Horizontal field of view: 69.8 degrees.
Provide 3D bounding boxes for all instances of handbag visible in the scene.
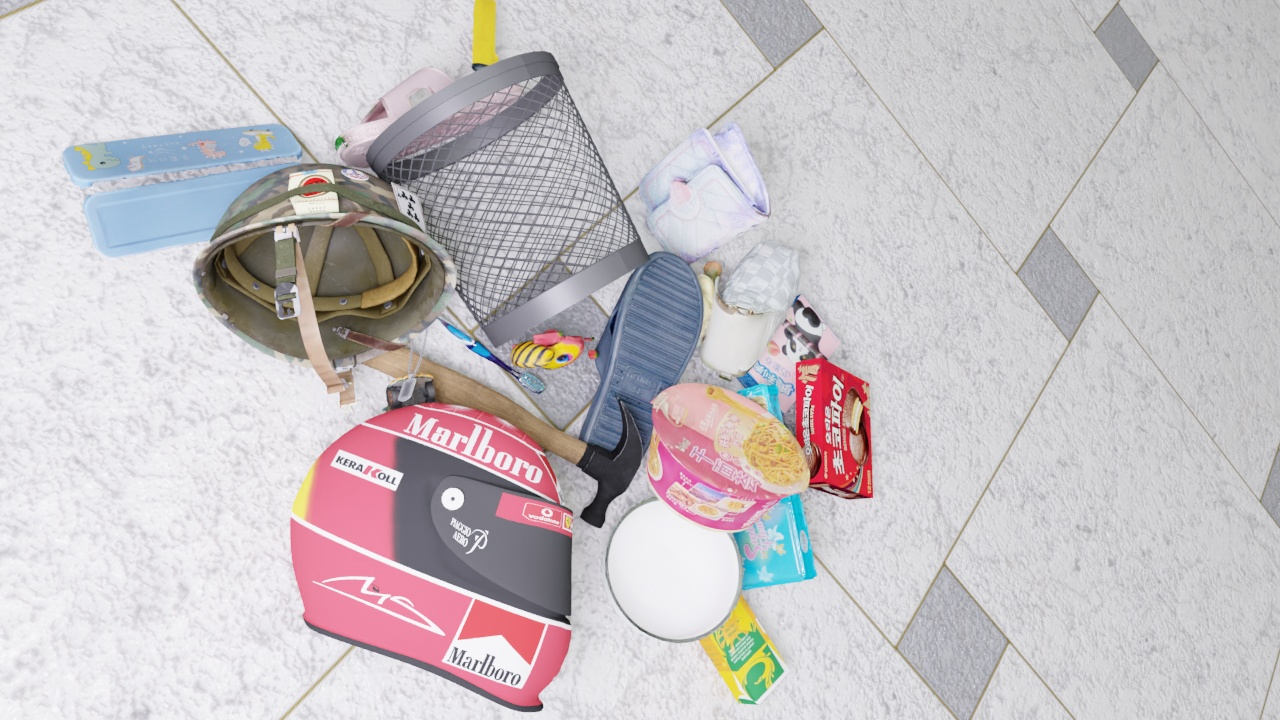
[{"bbox_3d":[0.074,-0.196,1.103,0.069,0.159,0.126,-22,86,-36],"label":"handbag"},{"bbox_3d":[0.121,-0.075,1.123,0.123,0.113,0.171,23,45,16],"label":"handbag"}]

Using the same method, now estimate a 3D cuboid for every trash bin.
[{"bbox_3d":[-0.127,-0.157,0.948,0.217,0.218,0.227,-33,97,-33],"label":"trash bin"}]

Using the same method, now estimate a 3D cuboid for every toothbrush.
[{"bbox_3d":[-0.180,-0.019,0.985,0.189,0.017,0.016,36,61,-16],"label":"toothbrush"}]

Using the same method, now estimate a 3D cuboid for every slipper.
[{"bbox_3d":[-0.232,-0.273,0.992,0.238,0.094,0.064,-31,96,-39],"label":"slipper"},{"bbox_3d":[-0.006,0.006,1.048,0.101,0.083,0.263,21,85,-19],"label":"slipper"}]

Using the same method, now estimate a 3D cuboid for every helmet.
[{"bbox_3d":[-0.282,-0.073,0.830,0.224,0.193,0.235,3,50,5],"label":"helmet"},{"bbox_3d":[-0.169,0.155,0.819,0.271,0.198,0.224,22,78,-4],"label":"helmet"}]

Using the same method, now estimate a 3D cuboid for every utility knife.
[{"bbox_3d":[-0.180,-0.403,1.068,0.030,0.019,0.227,11,52,-22],"label":"utility knife"}]

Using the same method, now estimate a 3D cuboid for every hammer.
[{"bbox_3d":[-0.141,0.052,0.954,0.305,0.040,0.132,28,92,-12],"label":"hammer"}]

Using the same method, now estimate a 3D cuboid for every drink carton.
[{"bbox_3d":[0.107,0.317,1.031,0.058,0.041,0.122,-34,93,-33],"label":"drink carton"}]

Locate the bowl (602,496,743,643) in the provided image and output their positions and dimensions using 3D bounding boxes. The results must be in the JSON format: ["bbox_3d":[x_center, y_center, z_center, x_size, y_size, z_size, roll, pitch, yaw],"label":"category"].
[{"bbox_3d":[0.027,0.227,0.985,0.153,0.073,0.153,7,66,-17],"label":"bowl"}]

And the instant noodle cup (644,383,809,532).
[{"bbox_3d":[0.082,0.110,0.989,0.178,0.078,0.178,18,32,-12],"label":"instant noodle cup"}]

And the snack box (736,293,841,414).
[{"bbox_3d":[0.189,-0.007,1.184,0.088,0.033,0.153,50,58,-8],"label":"snack box"}]

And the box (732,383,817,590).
[{"bbox_3d":[0.161,0.149,1.097,0.117,0.097,0.226,6,69,-51],"label":"box"}]

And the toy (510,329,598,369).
[{"bbox_3d":[-0.098,-0.011,0.991,0.103,0.084,0.046,-11,102,-59],"label":"toy"}]

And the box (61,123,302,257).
[{"bbox_3d":[-0.423,-0.172,0.877,0.209,0.047,0.122,-19,86,-34],"label":"box"}]

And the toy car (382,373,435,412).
[{"bbox_3d":[-0.232,0.059,0.908,0.047,0.047,0.112,-10,120,-34],"label":"toy car"}]

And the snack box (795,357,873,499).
[{"bbox_3d":[0.244,0.089,1.153,0.132,0.036,0.152,22,64,-47],"label":"snack box"}]
